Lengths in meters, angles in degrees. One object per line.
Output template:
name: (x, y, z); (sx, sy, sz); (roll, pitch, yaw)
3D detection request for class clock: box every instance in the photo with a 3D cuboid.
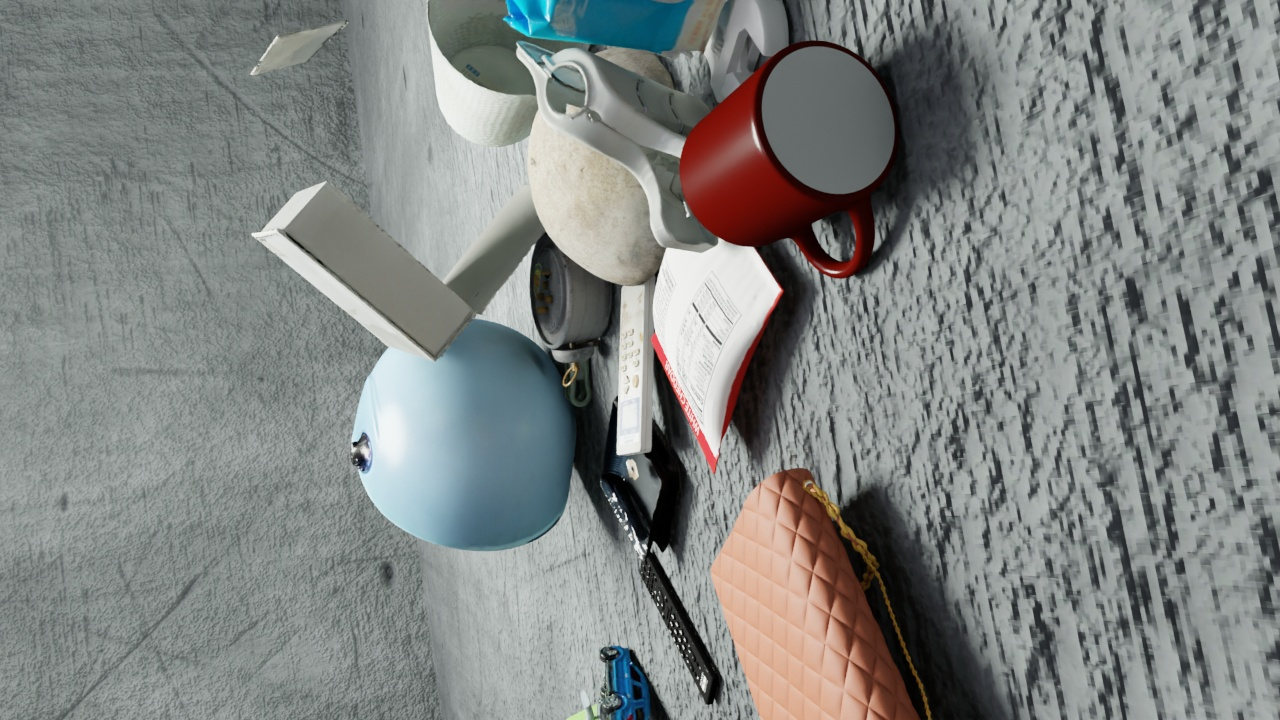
clock: (-0.037, 0.375, 0.876); (0.119, 0.042, 0.094); (60, -176, -49)
clock: (-0.065, -0.050, 0.819); (0.104, 0.056, 0.148); (-160, 67, -63)

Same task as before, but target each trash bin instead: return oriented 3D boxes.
trash bin: (-0.124, -0.266, 0.813); (0.161, 0.133, 0.133); (155, 107, -74)

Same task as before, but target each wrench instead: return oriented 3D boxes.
wrench: (0.023, -0.224, 0.590); (0.273, 0.018, 0.066); (-125, 34, -53)

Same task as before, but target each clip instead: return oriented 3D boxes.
clip: (0.006, -0.132, 0.531); (0.144, 0.124, 0.075); (49, 118, 25)
clip: (-0.061, 0.006, 0.879); (0.045, 0.023, 0.076); (-154, 61, -67)

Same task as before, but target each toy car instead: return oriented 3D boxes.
toy car: (-0.015, 0.306, 0.823); (0.120, 0.043, 0.056); (-110, 19, -71)

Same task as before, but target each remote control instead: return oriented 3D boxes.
remote control: (-0.004, 0.004, 0.704); (0.050, 0.011, 0.135); (158, 116, -67)
remote control: (0.028, 0.208, 0.730); (0.140, 0.009, 0.030); (-124, 34, -50)

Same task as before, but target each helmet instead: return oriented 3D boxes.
helmet: (-0.169, 0.059, 0.906); (0.265, 0.225, 0.167); (-118, 36, -45)

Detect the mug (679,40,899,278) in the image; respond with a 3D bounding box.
mug: (0.077, -0.086, 0.435); (0.105, 0.073, 0.083); (55, 160, -6)

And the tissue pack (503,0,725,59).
tissue pack: (0.009, -0.249, 0.449); (0.210, 0.116, 0.066); (-64, 38, 43)

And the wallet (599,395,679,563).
wallet: (-0.001, 0.093, 0.742); (0.115, 0.026, 0.089); (-123, 35, -49)

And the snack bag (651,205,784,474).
snack bag: (0.040, -0.025, 0.578); (0.130, 0.039, 0.144); (-114, 30, -44)

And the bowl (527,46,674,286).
bowl: (-0.039, -0.143, 0.678); (0.179, 0.081, 0.178); (175, 90, -67)

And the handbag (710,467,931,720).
handbag: (0.098, 0.152, 0.455); (0.109, 0.060, 0.171); (101, 156, -51)

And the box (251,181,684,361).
box: (-0.139, -0.122, 0.847); (0.167, 0.379, 0.172); (13, 123, 60)
